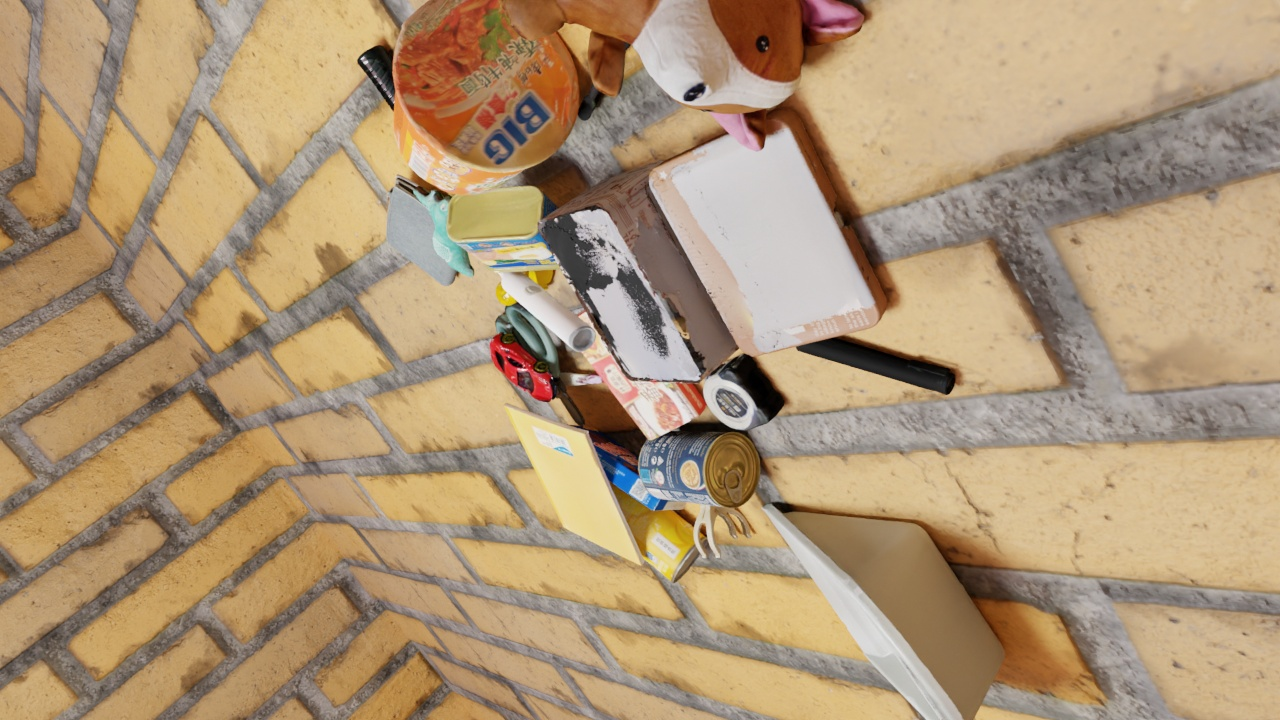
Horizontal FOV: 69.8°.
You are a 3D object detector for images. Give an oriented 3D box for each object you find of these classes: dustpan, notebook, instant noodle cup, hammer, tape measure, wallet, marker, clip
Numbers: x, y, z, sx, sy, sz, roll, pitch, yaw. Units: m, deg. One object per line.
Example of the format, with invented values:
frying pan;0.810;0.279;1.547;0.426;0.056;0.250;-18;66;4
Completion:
dustpan;0.215;0.256;0.857;0.222;0.142;0.258;55;147;-11
notebook;-0.078;0.145;1.073;0.146;0.010;0.206;15;137;43
instant noodle cup;-0.140;-0.214;0.773;0.151;0.151;0.112;52;157;-7
hammer;-0.191;-0.191;0.960;0.301;0.032;0.129;55;148;-12
tape measure;0.092;0.031;0.858;0.066;0.033;0.066;54;146;-7
wallet;-0.251;-0.154;1.072;0.106;0.036;0.130;36;150;-1
marker;0.182;0.000;0.724;0.132;0.020;0.022;20;150;38
clip;0.075;0.176;1.012;0.101;0.096;0.035;45;151;-17

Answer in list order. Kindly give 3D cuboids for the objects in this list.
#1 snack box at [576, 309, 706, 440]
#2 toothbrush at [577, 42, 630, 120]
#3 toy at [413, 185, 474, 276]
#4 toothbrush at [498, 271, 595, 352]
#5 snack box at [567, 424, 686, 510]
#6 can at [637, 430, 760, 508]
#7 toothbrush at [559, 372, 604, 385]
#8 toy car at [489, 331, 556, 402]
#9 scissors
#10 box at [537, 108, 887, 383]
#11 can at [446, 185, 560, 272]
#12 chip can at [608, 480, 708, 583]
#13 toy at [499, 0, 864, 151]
snack box;-0.006;0.005;0.934;0.075;0.025;0.153;-30;102;37
toothbrush;-0.013;-0.249;0.683;0.026;0.027;0.213;33;150;-4
toy;-0.209;-0.145;0.977;0.096;0.030;0.092;39;145;29
toothbrush;-0.112;-0.068;0.904;0.221;0.026;0.026;39;139;44
snack box;-0.023;0.122;1.060;0.157;0.026;0.084;31;-174;26
can;0.058;0.110;0.947;0.111;0.075;0.075;-4;122;53
toothbrush;-0.052;0.018;1.039;0.188;0.017;0.016;-2;115;55
toy car;-0.138;0.011;1.069;0.106;0.031;0.049;37;144;27
scissors;-0.124;0.014;1.098;0.130;0.019;0.185;-6;111;56
box;0.049;-0.080;0.742;0.261;0.102;0.178;0;124;57
can;-0.120;-0.124;0.864;0.102;0.057;0.083;-1;167;17
chip can;-0.020;0.178;1.124;0.213;0.071;0.072;36;147;18
toy;0.024;-0.215;0.570;0.199;0.130;0.141;27;142;-20
